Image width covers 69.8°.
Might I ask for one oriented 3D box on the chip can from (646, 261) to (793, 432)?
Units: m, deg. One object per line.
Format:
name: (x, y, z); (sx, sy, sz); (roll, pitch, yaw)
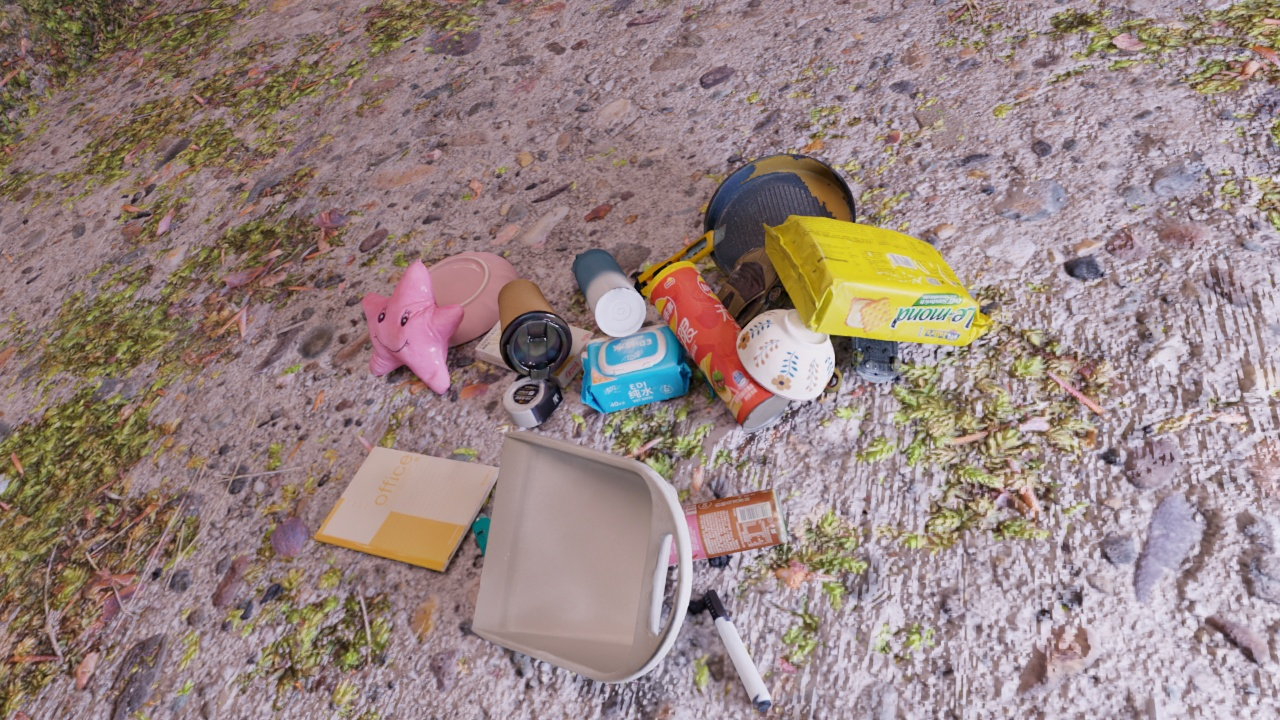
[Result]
chip can: (0.090, -0.018, 1.076); (0.073, 0.073, 0.216); (-30, 63, -8)

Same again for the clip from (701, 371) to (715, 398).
clip: (0.088, 0.024, 1.120); (0.046, 0.014, 0.057); (-22, 43, 3)

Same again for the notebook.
notebook: (-0.285, 0.176, 1.120); (0.207, 0.010, 0.145); (6, 51, 29)

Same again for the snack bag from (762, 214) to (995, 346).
snack bag: (0.271, -0.094, 1.048); (0.246, 0.068, 0.157); (5, 41, -20)

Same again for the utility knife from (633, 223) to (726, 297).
utility knife: (0.050, -0.133, 1.224); (0.174, 0.015, 0.033); (-32, 63, 36)

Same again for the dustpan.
dustpan: (-0.061, 0.189, 0.881); (0.258, 0.142, 0.222); (7, 85, 17)

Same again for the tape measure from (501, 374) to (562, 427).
tape measure: (-0.142, 0.052, 1.169); (0.066, 0.034, 0.065); (16, 53, 34)

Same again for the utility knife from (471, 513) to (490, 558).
utility knife: (-0.162, 0.226, 1.027); (0.029, 0.013, 0.160); (-29, 44, -7)

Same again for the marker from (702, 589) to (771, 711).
marker: (0.091, 0.274, 0.877); (0.018, 0.023, 0.130); (-22, 43, -7)

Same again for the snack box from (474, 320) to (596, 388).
snack box: (-0.141, -0.019, 1.241); (0.157, 0.027, 0.084); (17, 56, 34)

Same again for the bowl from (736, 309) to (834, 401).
bowl: (0.169, -0.017, 1.019); (0.113, 0.062, 0.113); (15, 43, -15)

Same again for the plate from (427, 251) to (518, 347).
plate: (-0.275, -0.100, 1.360); (0.192, 0.039, 0.192); (-11, 46, 11)

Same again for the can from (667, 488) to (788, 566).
can: (0.075, 0.174, 0.951); (0.147, 0.058, 0.057); (-13, 45, 9)

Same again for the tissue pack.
tissue pack: (-0.007, 0.007, 1.137); (0.140, 0.063, 0.089); (-13, 45, 10)

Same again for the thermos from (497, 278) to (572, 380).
thermos: (-0.145, -0.046, 1.191); (0.093, 0.093, 0.143); (-25, 36, -3)

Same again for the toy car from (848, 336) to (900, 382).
toy car: (0.273, -0.026, 1.073); (0.054, 0.037, 0.120); (8, 55, -2)

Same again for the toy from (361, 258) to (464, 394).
toy: (-0.323, -0.055, 1.272); (0.195, 0.074, 0.178); (16, 101, 32)

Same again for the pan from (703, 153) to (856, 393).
pan: (0.194, -0.112, 1.157); (0.198, 0.078, 0.357); (-18, 66, 11)

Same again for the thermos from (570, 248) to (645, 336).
thermos: (-0.044, -0.096, 1.207); (0.070, 0.070, 0.220); (-24, 24, -2)

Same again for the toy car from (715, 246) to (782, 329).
toy car: (0.120, -0.070, 1.130); (0.070, 0.042, 0.158); (46, 112, 38)
